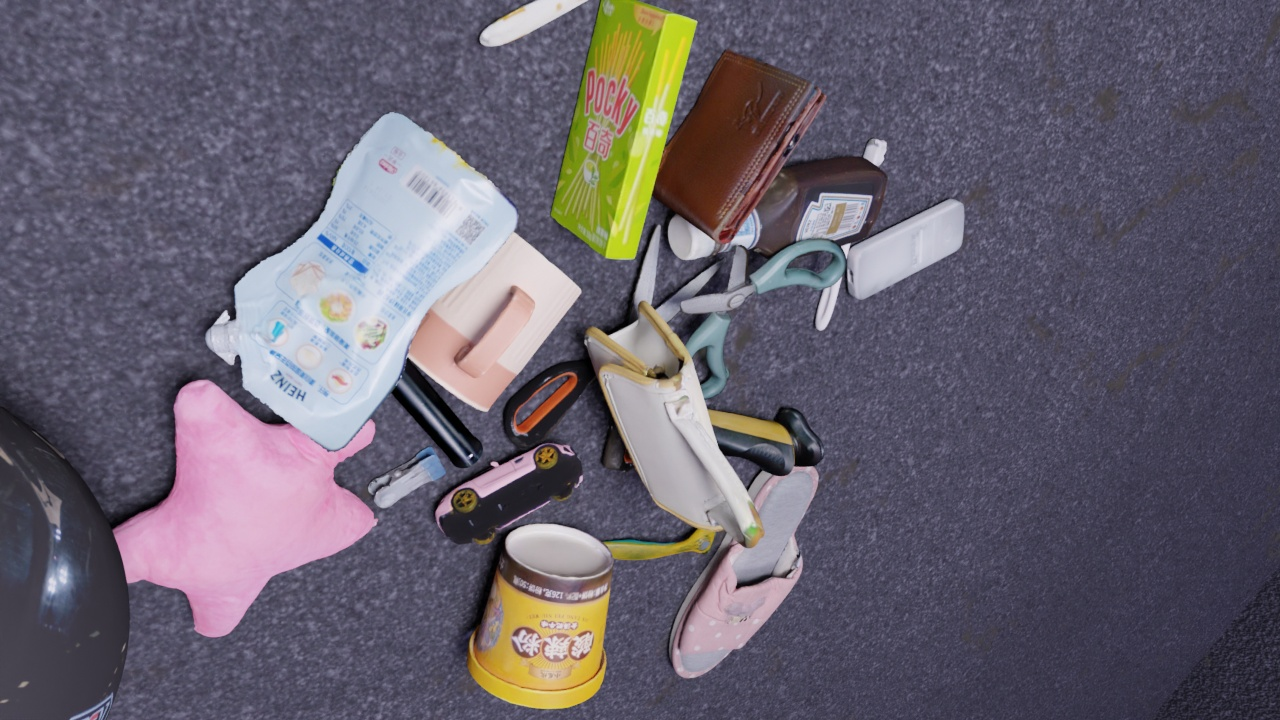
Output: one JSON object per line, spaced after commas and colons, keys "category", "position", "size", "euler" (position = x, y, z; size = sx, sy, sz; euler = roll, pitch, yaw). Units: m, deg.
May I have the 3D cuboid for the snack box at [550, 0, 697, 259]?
{"category": "snack box", "position": [-0.015, -0.154, 0.604], "size": [0.026, 0.086, 0.157], "euler": [0, 118, -34]}

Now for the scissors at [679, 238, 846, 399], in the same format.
{"category": "scissors", "position": [0.093, -0.034, 0.768], "size": [0.171, 0.019, 0.170], "euler": [-15, 141, -31]}

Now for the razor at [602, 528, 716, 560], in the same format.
{"category": "razor", "position": [0.017, 0.175, 0.876], "size": [0.132, 0.028, 0.043], "euler": [1, 120, -34]}

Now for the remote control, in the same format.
{"category": "remote control", "position": [0.250, -0.106, 0.864], "size": [0.135, 0.020, 0.056], "euler": [-27, 129, -18]}

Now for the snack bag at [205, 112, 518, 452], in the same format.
{"category": "snack bag", "position": [-0.169, -0.049, 0.560], "size": [0.110, 0.039, 0.191], "euler": [39, 83, -15]}

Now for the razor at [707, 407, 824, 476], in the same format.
{"category": "razor", "position": [0.097, 0.066, 0.851], "size": [0.167, 0.062, 0.067], "euler": [16, 77, -35]}

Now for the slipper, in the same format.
{"category": "slipper", "position": [0.114, 0.226, 0.954], "size": [0.114, 0.054, 0.275], "euler": [12, 109, -40]}

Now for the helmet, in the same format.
{"category": "helmet", "position": [-0.363, 0.123, 0.422], "size": [0.274, 0.234, 0.230], "euler": [34, 77, -3]}

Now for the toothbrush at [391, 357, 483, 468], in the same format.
{"category": "toothbrush", "position": [-0.174, 0.003, 0.632], "size": [0.027, 0.026, 0.213], "euler": [-47, 132, -18]}

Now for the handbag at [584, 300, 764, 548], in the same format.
{"category": "handbag", "position": [0.028, 0.060, 0.678], "size": [0.063, 0.178, 0.163], "euler": [-28, 126, -10]}

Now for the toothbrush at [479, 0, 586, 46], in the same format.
{"category": "toothbrush", "position": [-0.021, -0.248, 0.591], "size": [0.191, 0.018, 0.016], "euler": [-32, 129, -12]}

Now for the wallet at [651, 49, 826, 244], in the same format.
{"category": "wallet", "position": [0.064, -0.152, 0.650], "size": [0.032, 0.101, 0.124], "euler": [24, 102, -40]}

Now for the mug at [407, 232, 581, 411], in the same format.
{"category": "mug", "position": [-0.099, -0.028, 0.607], "size": [0.081, 0.114, 0.106], "euler": [39, 89, -19]}

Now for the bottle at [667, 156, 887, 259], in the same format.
{"category": "bottle", "position": [0.111, -0.116, 0.738], "size": [0.194, 0.044, 0.080], "euler": [-16, 136, -29]}

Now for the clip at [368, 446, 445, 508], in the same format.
{"category": "clip", "position": [-0.176, 0.089, 0.689], "size": [0.058, 0.036, 0.026], "euler": [-28, 132, -18]}

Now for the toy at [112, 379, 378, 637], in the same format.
{"category": "toy", "position": [-0.256, 0.106, 0.608], "size": [0.178, 0.074, 0.195], "euler": [22, 107, -44]}

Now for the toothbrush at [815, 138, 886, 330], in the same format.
{"category": "toothbrush", "position": [0.187, -0.109, 0.822], "size": [0.016, 0.016, 0.180], "euler": [-8, 121, -38]}

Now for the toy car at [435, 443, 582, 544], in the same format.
{"category": "toy car", "position": [-0.105, 0.104, 0.732], "size": [0.122, 0.037, 0.056], "euler": [-27, 139, -11]}

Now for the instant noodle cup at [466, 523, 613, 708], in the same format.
{"category": "instant noodle cup", "position": [-0.078, 0.209, 0.773], "size": [0.118, 0.118, 0.114], "euler": [2, 108, -36]}

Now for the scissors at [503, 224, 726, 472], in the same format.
{"category": "scissors", "position": [-0.017, 0.005, 0.745], "size": [0.227, 0.022, 0.221], "euler": [-22, 128, -22]}
